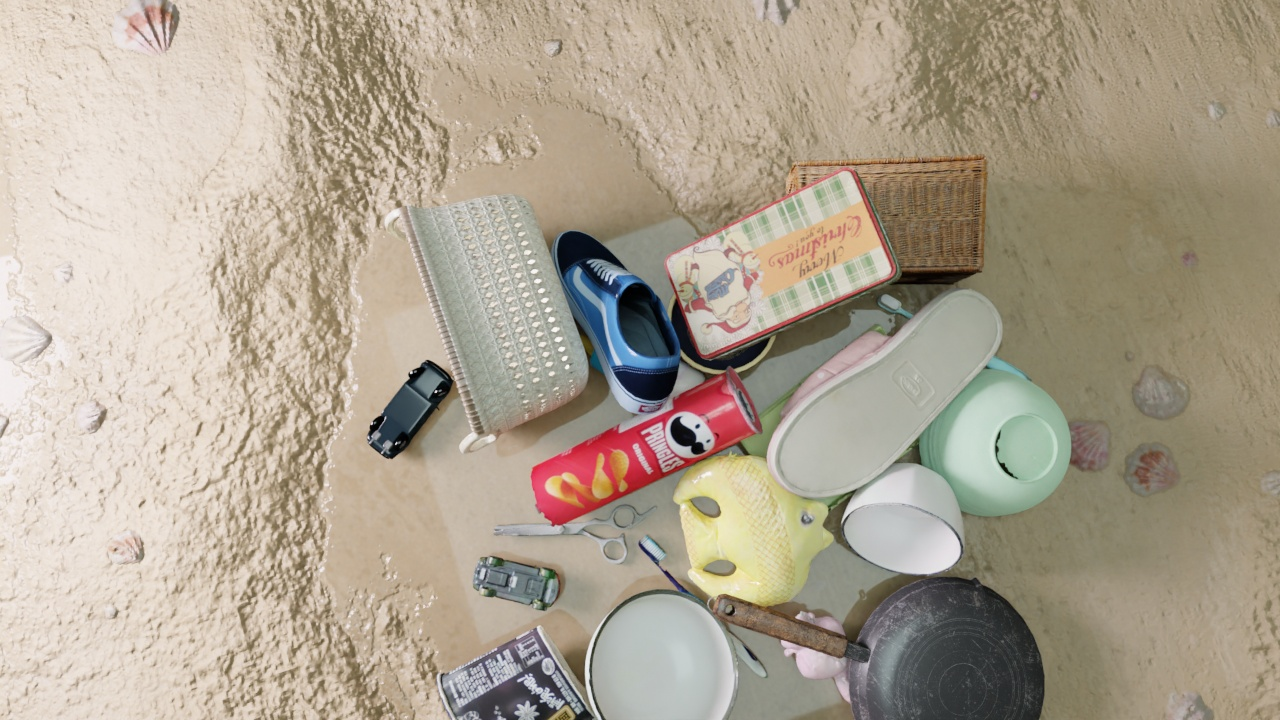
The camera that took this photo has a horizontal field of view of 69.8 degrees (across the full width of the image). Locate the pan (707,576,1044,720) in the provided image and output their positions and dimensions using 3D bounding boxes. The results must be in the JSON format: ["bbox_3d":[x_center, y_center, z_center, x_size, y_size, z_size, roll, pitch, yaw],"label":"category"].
[{"bbox_3d":[0.233,0.289,0.884,0.357,0.040,0.207,19,84,-8],"label":"pan"}]

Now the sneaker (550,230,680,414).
[{"bbox_3d":[-0.018,-0.067,0.909,0.083,0.098,0.241,-5,49,-28],"label":"sneaker"}]

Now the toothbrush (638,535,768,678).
[{"bbox_3d":[0.065,0.253,0.945,0.017,0.016,0.189,-44,82,1],"label":"toothbrush"}]

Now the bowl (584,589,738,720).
[{"bbox_3d":[0.013,0.306,0.899,0.153,0.073,0.153,8,68,-19],"label":"bowl"}]

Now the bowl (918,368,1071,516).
[{"bbox_3d":[0.360,0.083,0.904,0.151,0.077,0.151,0,89,-6],"label":"bowl"}]

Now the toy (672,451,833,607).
[{"bbox_3d":[0.112,0.169,0.916,0.155,0.064,0.170,-8,102,19],"label":"toy"}]

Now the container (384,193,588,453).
[{"bbox_3d":[-0.149,-0.046,0.917,0.142,0.185,0.246,-19,83,-9],"label":"container"}]

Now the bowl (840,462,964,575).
[{"bbox_3d":[0.260,0.151,0.901,0.116,0.117,0.065,21,50,6],"label":"bowl"}]

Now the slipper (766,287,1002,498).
[{"bbox_3d":[0.236,0.031,0.896,0.274,0.054,0.114,-38,100,-5],"label":"slipper"}]

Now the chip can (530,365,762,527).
[{"bbox_3d":[0.002,0.089,0.915,0.233,0.073,0.073,-27,82,14],"label":"chip can"}]

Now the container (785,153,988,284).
[{"bbox_3d":[0.244,-0.138,0.932,0.198,0.113,0.112,0,88,5],"label":"container"}]

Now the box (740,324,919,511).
[{"bbox_3d":[0.204,0.068,0.945,0.187,0.044,0.141,-39,104,-1],"label":"box"}]

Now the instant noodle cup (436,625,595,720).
[{"bbox_3d":[-0.115,0.333,0.894,0.112,0.137,0.137,-33,82,-10],"label":"instant noodle cup"}]

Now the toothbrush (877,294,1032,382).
[{"bbox_3d":[0.330,-0.021,0.962,0.180,0.016,0.016,31,85,6],"label":"toothbrush"}]

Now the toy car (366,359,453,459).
[{"bbox_3d":[-0.246,0.052,0.979,0.046,0.034,0.112,37,88,7],"label":"toy car"}]

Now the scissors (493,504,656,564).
[{"bbox_3d":[-0.069,0.168,0.965,0.170,0.014,0.095,21,87,3],"label":"scissors"}]

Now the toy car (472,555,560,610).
[{"bbox_3d":[-0.127,0.229,0.949,0.091,0.036,0.042,12,84,6],"label":"toy car"}]

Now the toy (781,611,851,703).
[{"bbox_3d":[0.191,0.295,0.918,0.110,0.047,0.063,36,90,-1],"label":"toy"}]

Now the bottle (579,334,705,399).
[{"bbox_3d":[-0.006,0.006,0.961,0.146,0.051,0.051,25,85,6],"label":"bottle"}]

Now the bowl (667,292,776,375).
[{"bbox_3d":[0.084,-0.038,0.955,0.112,0.061,0.112,0,83,3],"label":"bowl"}]

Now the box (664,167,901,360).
[{"bbox_3d":[0.131,-0.088,0.868,0.206,0.049,0.117,-23,84,21],"label":"box"}]
